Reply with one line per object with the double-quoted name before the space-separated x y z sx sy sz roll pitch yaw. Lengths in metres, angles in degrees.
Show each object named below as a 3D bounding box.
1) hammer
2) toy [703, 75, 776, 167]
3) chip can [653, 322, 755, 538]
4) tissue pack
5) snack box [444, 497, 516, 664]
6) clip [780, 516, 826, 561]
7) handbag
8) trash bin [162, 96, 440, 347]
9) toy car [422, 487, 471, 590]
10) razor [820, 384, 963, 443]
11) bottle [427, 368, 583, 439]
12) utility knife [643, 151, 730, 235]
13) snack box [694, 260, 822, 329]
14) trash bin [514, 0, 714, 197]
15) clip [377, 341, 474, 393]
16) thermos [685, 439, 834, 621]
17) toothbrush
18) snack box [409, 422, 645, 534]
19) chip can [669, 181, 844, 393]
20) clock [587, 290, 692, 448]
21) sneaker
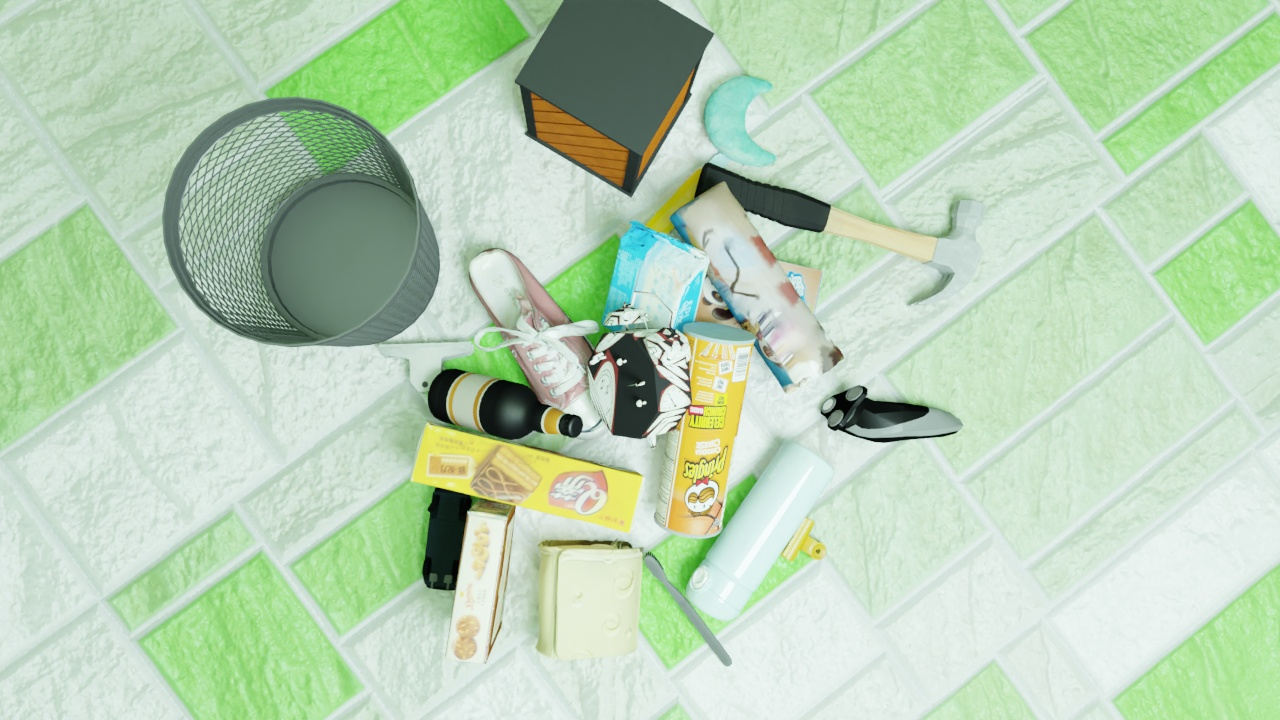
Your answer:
"hammer" 0.223 -0.154 1.031 0.328 0.039 0.131 16 88 -5
"toy" 0.112 -0.271 1.040 0.085 0.033 0.105 -1 86 -15
"chip can" 0.066 0.073 0.964 0.075 0.075 0.215 7 105 -3
"tissue pack" 0.017 -0.073 0.970 0.093 0.145 0.061 32 42 22
"snack box" -0.160 0.219 0.940 0.041 0.147 0.143 8 87 -3
"clip" 0.183 0.204 1.028 0.049 0.045 0.054 36 82 -44
"handbag" -0.054 0.250 0.979 0.111 0.081 0.119 3 84 -18
"trash bin" -0.309 -0.114 0.905 0.217 0.227 0.217 0 87 -4
"toy car" -0.210 0.192 0.994 0.046 0.034 0.112 7 90 -2
"razor" 0.283 0.066 1.023 0.156 0.057 0.060 13 115 -11
"bottle" -0.136 0.051 0.944 0.182 0.059 0.059 11 85 33
"utility knife" 0.042 -0.170 1.036 0.030 0.017 0.179 43 86 -6
"snack box" 0.120 -0.073 1.028 0.151 0.034 0.087 12 87 -4
"trash bin" -0.030 -0.285 0.959 0.139 0.172 0.139 30 86 -2
"clip" -0.235 0.008 1.015 0.102 0.050 0.058 -1 94 -3
"thermos" 0.128 0.187 0.999 0.206 0.065 0.078 -54 131 -5
"toothbrush" 0.053 0.273 1.000 0.013 0.013 0.167 -32 104 12
"snack box" -0.116 0.122 0.965 0.230 0.110 0.061 14 85 -3
"chip can" 0.122 -0.077 0.970 0.080 0.080 0.229 -34 90 -5
"clock" -0.005 0.005 0.923 0.064 0.115 0.155 -11 121 -39
"sneaker" -0.105 -0.020 0.983 0.118 0.088 0.241 -35 91 -5
